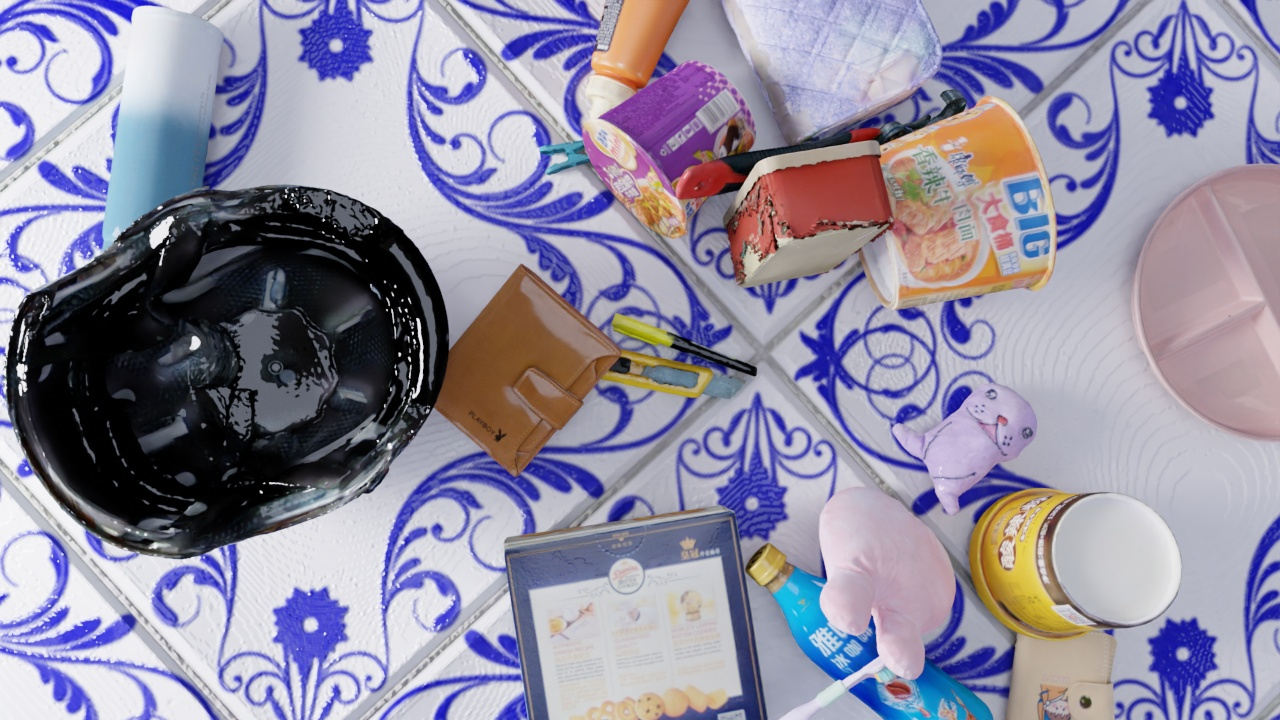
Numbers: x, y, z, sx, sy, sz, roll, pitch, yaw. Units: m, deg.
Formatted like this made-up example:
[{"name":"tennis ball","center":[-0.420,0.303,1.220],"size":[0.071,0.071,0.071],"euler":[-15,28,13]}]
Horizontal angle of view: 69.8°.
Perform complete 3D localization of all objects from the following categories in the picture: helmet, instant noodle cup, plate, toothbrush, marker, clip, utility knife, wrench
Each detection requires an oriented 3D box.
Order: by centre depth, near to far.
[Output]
[{"name":"helmet","center":[-0.274,0.007,0.649],"size":[0.273,0.157,0.230],"euler":[-33,96,-14]},{"name":"toothbrush","center":[0.106,0.275,0.677],"size":[0.189,0.021,0.029],"euler":[-37,134,9]},{"name":"instant noodle cup","center":[0.326,0.151,0.687],"size":[0.118,0.114,0.118],"euler":[1,77,-3]},{"name":"instant noodle cup","center":[0.226,-0.110,0.693],"size":[0.111,0.151,0.151],"euler":[-15,88,4]},{"name":"wrench","center":[0.142,-0.160,0.697],"size":[0.272,0.056,0.016],"euler":[-20,66,-24]},{"name":"instant noodle cup","center":[0.027,-0.167,0.704],"size":[0.099,0.112,0.111],"euler":[-44,90,-14]},{"name":"utility knife","center":[-0.004,0.004,0.733],"size":[0.181,0.015,0.033],"euler":[11,90,-2]},{"name":"marker","center":[0.036,-0.010,0.735],"size":[0.124,0.018,0.015],"euler":[20,88,-3]},{"name":"clip","center":[-0.053,-0.167,0.741],"size":[0.057,0.014,0.047],"euler":[-13,86,-5]},{"name":"plate","center":[0.514,-0.047,0.760],"size":[0.229,0.028,0.229],"euler":[0,86,-3]}]

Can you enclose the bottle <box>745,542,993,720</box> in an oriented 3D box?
[{"name":"bottle","center":[0.172,0.223,0.709],"size":[0.218,0.065,0.065],"euler":[42,85,0]}]

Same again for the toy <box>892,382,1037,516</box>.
[{"name":"toy","center":[0.265,0.061,0.735],"size":[0.108,0.039,0.084],"euler":[-34,81,-3]}]

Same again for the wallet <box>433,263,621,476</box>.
[{"name":"wallet","center":[-0.093,0.009,0.712],"size":[0.108,0.031,0.132],"euler":[41,97,0]}]

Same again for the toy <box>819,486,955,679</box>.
[{"name":"toy","center":[0.179,0.160,0.681],"size":[0.121,0.159,0.054],"euler":[39,124,4]}]

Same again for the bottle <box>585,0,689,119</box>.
[{"name":"bottle","center":[-0.007,-0.253,0.727],"size":[0.067,0.066,0.149],"euler":[20,94,-2]}]

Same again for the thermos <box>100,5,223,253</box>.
[{"name":"thermos","center":[-0.363,-0.151,0.697],"size":[0.070,0.070,0.220],"euler":[6,87,-3]}]

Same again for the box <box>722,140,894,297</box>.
[{"name":"box","center":[0.116,-0.093,0.669],"size":[0.091,0.168,0.075],"euler":[-10,85,-4]}]

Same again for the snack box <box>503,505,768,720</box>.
[{"name":"snack box","center":[-0.004,0.215,0.708],"size":[0.178,0.046,0.182],"euler":[-8,88,-4]}]

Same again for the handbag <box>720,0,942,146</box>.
[{"name":"handbag","center":[0.141,-0.276,0.728],"size":[0.134,0.075,0.194],"euler":[-24,87,0]}]

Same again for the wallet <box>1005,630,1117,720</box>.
[{"name":"wallet","center":[0.339,0.272,0.737],"size":[0.087,0.024,0.115],"euler":[9,85,-4]}]
